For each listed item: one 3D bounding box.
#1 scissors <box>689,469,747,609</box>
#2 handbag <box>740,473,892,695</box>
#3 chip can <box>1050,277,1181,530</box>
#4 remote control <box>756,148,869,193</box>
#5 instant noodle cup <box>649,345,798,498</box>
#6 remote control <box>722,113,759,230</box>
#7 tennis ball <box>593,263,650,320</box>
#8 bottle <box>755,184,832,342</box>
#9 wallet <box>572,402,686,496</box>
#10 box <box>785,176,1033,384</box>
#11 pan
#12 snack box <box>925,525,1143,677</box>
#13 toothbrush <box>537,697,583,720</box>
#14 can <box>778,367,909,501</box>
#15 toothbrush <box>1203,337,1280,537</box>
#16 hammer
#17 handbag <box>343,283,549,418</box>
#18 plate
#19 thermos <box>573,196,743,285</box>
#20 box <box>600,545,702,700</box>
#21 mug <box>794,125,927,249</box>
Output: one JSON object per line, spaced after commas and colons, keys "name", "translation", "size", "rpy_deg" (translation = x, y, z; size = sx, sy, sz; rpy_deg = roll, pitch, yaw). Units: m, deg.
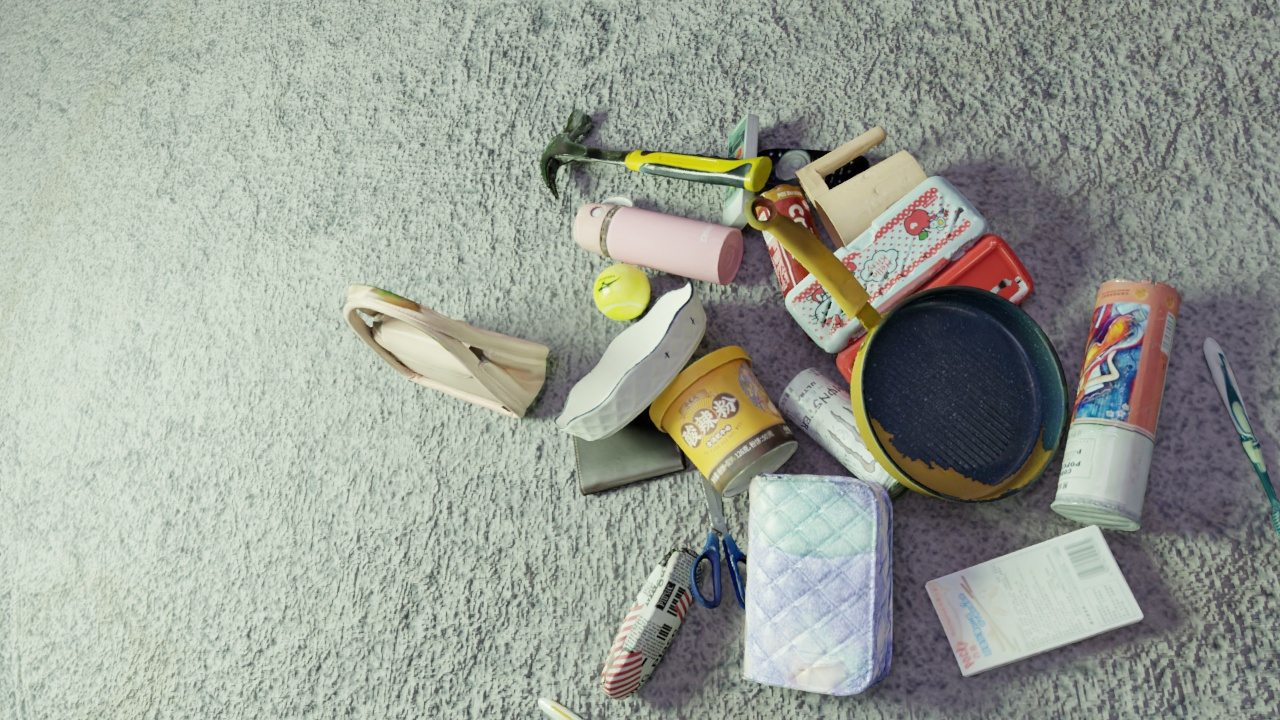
{"name": "scissors", "translation": [0.088, 0.172, 0.925], "size": [0.133, 0.012, 0.172], "rpy_deg": [31, 49, -3]}
{"name": "handbag", "translation": [0.161, 0.203, 0.843], "size": [0.134, 0.075, 0.193], "rpy_deg": [-1, 78, 29]}
{"name": "chip can", "translation": [0.422, 0.037, 0.811], "size": [0.071, 0.071, 0.214], "rpy_deg": [12, 75, 27]}
{"name": "remote control", "translation": [0.191, -0.212, 1.034], "size": [0.137, 0.024, 0.053], "rpy_deg": [11, 78, 27]}
{"name": "instant noodle cup", "translation": [0.088, 0.066, 0.923], "size": [0.118, 0.118, 0.114], "rpy_deg": [-37, 68, 6]}
{"name": "remote control", "translation": [0.114, -0.213, 1.052], "size": [0.019, 0.056, 0.135], "rpy_deg": [11, 71, -15]}
{"name": "tennis ball", "translation": [-0.021, -0.078, 1.049], "size": [0.066, 0.065, 0.065], "rpy_deg": [-8, 67, 20]}
{"name": "bottle", "translation": [0.172, -0.104, 0.981], "size": [0.057, 0.057, 0.174], "rpy_deg": [-21, 64, 15]}
{"name": "wallet", "translation": [-0.015, 0.090, 1.009], "size": [0.122, 0.020, 0.096], "rpy_deg": [-17, 64, 14]}
{"name": "box", "translation": [0.262, -0.066, 0.898], "size": [0.201, 0.058, 0.161], "rpy_deg": [-40, 88, 5]}
{"name": "pan", "translation": [0.228, -0.021, 0.817], "size": [0.357, 0.078, 0.197], "rpy_deg": [38, 76, 0]}
{"name": "snack box", "translation": [0.341, 0.211, 0.803], "size": [0.157, 0.027, 0.084], "rpy_deg": [-24, 63, 13]}
{"name": "toothbrush", "translation": [-0.028, 0.381, 0.900], "size": [0.191, 0.018, 0.016], "rpy_deg": [22, 78, 29]}
{"name": "can", "translation": [0.205, 0.070, 0.898], "size": [0.058, 0.058, 0.147], "rpy_deg": [-47, 60, 0]}
{"name": "toothbrush", "translation": [0.522, 0.065, 0.787], "size": [0.016, 0.018, 0.191], "rpy_deg": [-15, 65, 17]}
{"name": "hammer", "translation": [0.006, -0.231, 1.079], "size": [0.324, 0.032, 0.126], "rpy_deg": [17, 68, 37]}
{"name": "handbag", "translation": [-0.230, -0.024, 1.021], "size": [0.193, 0.234, 0.093], "rpy_deg": [15, 78, 27]}
{"name": "plate", "translation": [-0.006, 0.006, 0.957], "size": [0.045, 0.205, 0.205], "rpy_deg": [44, 91, -10]}
{"name": "thermos", "translation": [0.022, -0.145, 1.062], "size": [0.199, 0.067, 0.087], "rpy_deg": [17, 55, 29]}
{"name": "box", "translation": [0.008, 0.258, 0.908], "size": [0.052, 0.069, 0.164], "rpy_deg": [28, 80, 20]}
{"name": "mug", "translation": [0.237, -0.175, 0.964], "size": [0.103, 0.084, 0.124], "rpy_deg": [-30, 69, 8]}
